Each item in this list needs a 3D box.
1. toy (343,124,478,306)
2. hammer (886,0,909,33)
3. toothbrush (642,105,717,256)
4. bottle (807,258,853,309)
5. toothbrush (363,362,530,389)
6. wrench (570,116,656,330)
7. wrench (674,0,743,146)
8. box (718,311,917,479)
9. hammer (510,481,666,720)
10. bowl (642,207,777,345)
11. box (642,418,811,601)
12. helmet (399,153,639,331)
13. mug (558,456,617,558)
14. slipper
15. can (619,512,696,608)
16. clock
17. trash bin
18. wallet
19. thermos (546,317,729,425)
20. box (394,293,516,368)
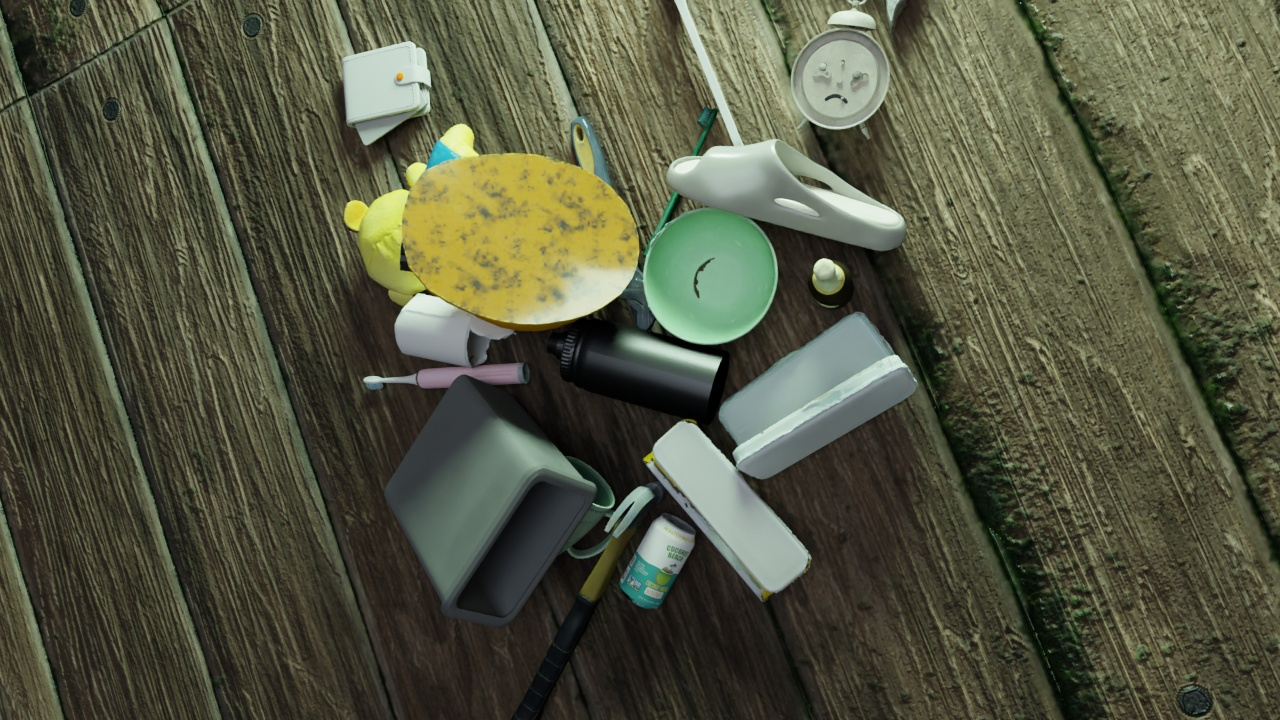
[{"bbox_3d":[-0.264,-0.177,1.124,0.214,0.084,0.149,-39,78,8],"label":"toy"},{"bbox_3d":[0.167,-0.468,1.039,0.319,0.049,0.121,20,96,16],"label":"hammer"},{"bbox_3d":[0.045,-0.209,1.076,0.017,0.016,0.190,25,95,12],"label":"toothbrush"},{"bbox_3d":[0.195,-0.083,0.947,0.045,0.184,0.045,0,88,14],"label":"bottle"},{"bbox_3d":[-0.245,0.022,1.142,0.223,0.027,0.026,-4,121,15],"label":"toothbrush"},{"bbox_3d":[-0.035,-0.163,1.088,0.074,0.022,0.273,-21,81,30],"label":"wrench"},{"bbox_3d":[0.067,-0.362,1.056,0.018,0.086,0.273,-22,93,13],"label":"wrench"},{"bbox_3d":[0.180,0.029,1.011,0.215,0.106,0.127,-32,58,12],"label":"box"},{"bbox_3d":[-0.069,0.290,1.054,0.025,0.117,0.333,30,101,15],"label":"hammer"},{"bbox_3d":[0.083,-0.091,1.032,0.151,0.077,0.151,0,88,14],"label":"bowl"},{"bbox_3d":[0.087,0.170,1.014,0.210,0.057,0.117,50,140,11],"label":"box"},{"bbox_3d":[-0.139,-0.114,1.039,0.255,0.132,0.205,7,68,-10],"label":"helmet"},{"bbox_3d":[-0.081,0.185,1.073,0.111,0.084,0.104,36,106,-16],"label":"mug"},{"bbox_3d":[0.163,-0.195,0.989,0.266,0.112,0.081,20,124,12],"label":"slipper"},{"bbox_3d":[0.020,0.230,1.051,0.055,0.055,0.101,30,96,14],"label":"can"},{"bbox_3d":[0.225,-0.327,1.003,0.103,0.061,0.157,12,107,15],"label":"clock"},{"bbox_3d":[-0.177,0.150,1.031,0.192,0.097,0.220,-56,41,7],"label":"trash bin"},{"bbox_3d":[-0.323,-0.335,1.167,0.118,0.037,0.115,-6,87,18],"label":"wallet"},{"bbox_3d":[-0.006,0.006,1.048,0.199,0.086,0.086,15,92,15],"label":"thermos"},{"bbox_3d":[-0.212,-0.034,1.103,0.166,0.083,0.093,13,124,13],"label":"box"}]
